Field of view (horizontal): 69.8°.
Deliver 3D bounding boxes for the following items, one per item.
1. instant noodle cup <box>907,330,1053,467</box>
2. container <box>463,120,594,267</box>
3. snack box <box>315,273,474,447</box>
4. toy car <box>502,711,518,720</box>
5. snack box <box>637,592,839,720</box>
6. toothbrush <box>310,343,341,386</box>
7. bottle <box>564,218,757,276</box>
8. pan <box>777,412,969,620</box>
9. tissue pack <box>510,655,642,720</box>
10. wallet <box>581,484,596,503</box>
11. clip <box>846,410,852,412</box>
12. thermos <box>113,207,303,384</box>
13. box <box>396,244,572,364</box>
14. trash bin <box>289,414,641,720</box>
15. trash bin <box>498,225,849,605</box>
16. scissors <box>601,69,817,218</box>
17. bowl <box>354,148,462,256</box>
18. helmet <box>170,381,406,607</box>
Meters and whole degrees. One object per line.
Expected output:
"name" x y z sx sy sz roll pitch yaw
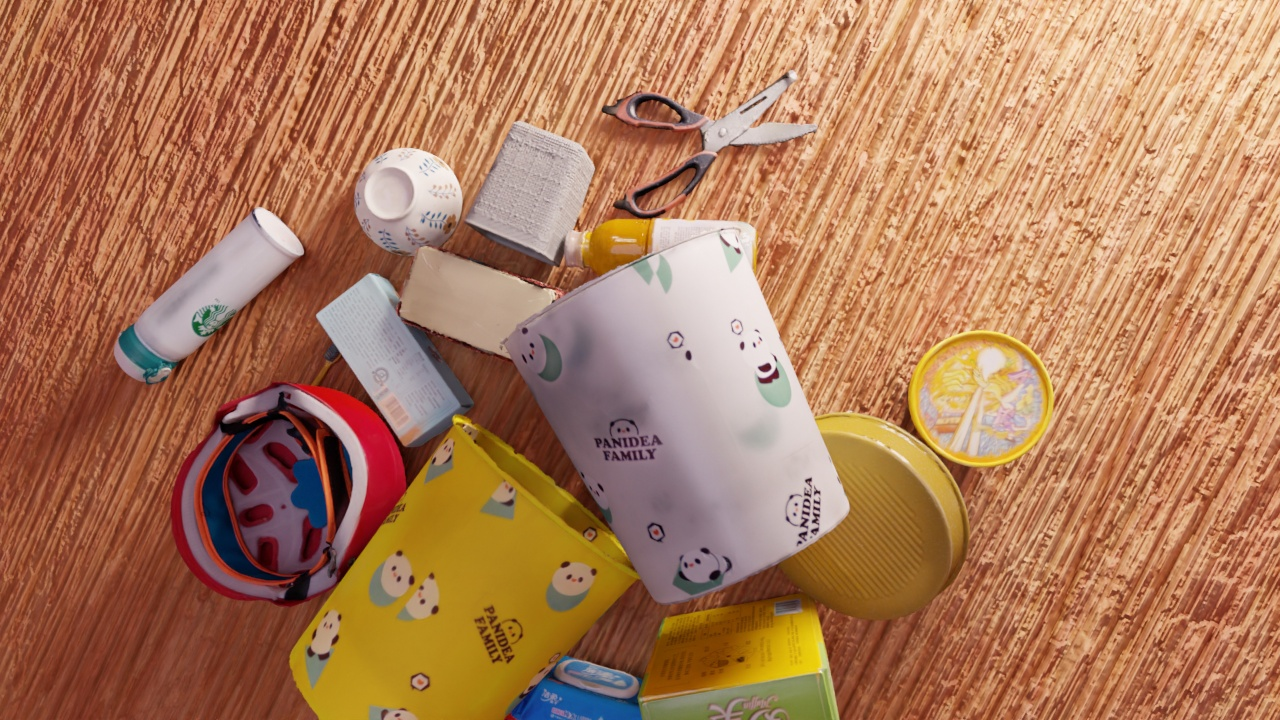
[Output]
"instant noodle cup" 0.301 0.034 0.844 0.118 0.114 0.118 0 89 9
"container" -0.106 -0.167 0.921 0.090 0.090 0.114 23 89 7
"snack box" -0.255 0.000 0.958 0.074 0.051 0.175 -36 85 5
"toy car" -0.111 0.363 0.934 0.106 0.049 0.031 26 95 8
"snack box" 0.090 0.282 0.824 0.158 0.210 0.070 -12 91 8
"toothbrush" -0.373 0.054 0.992 0.016 0.018 0.191 36 94 9
"bottle" 0.020 -0.107 0.910 0.189 0.068 0.068 3 90 8
"pan" 0.158 0.080 0.871 0.357 0.078 0.198 50 130 10
"tissue pack" -0.051 0.334 0.904 0.157 0.095 0.052 12 90 10
"wallet" 0.021 0.137 0.922 0.132 0.031 0.108 43 105 6
"clip" 0.186 0.066 0.907 0.058 0.027 0.045 -28 78 3
"thermos" -0.465 -0.064 0.982 0.224 0.073 0.073 -40 84 6
"box" -0.155 -0.055 0.913 0.168 0.080 0.091 20 93 20
"trash bin" -0.161 0.217 0.835 0.229 0.229 0.255 40 86 7
"trash bin" 0.038 0.050 0.777 0.230 0.229 0.252 -27 87 7
"scissors" 0.061 -0.224 0.932 0.227 0.015 0.189 20 92 9
"bowl" -0.249 -0.168 0.955 0.113 0.062 0.113 0 90 7
"helmet" -0.338 0.132 0.927 0.240 0.143 0.207 -26 82 22
